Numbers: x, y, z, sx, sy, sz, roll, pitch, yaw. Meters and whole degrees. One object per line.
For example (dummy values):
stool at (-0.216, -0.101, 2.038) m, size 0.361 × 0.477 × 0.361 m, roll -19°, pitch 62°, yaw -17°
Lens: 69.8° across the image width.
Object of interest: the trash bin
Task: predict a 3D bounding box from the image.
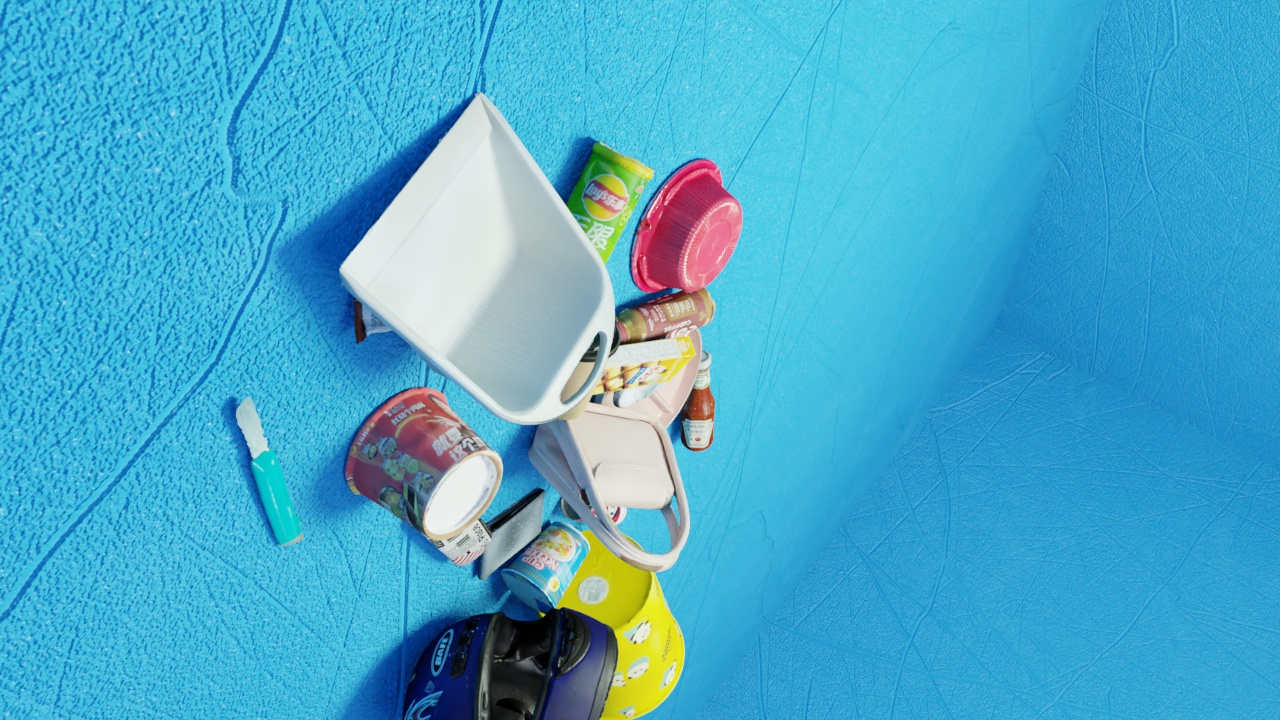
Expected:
trash bin at (-0.054, 0.412, 1.457) m, size 0.229 × 0.230 × 0.256 m, roll -43°, pitch 145°, yaw -27°

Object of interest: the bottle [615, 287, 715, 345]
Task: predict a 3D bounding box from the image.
bottle at (0.021, -0.053, 1.230) m, size 0.174 × 0.057 × 0.058 m, roll -21°, pitch 137°, yaw -37°

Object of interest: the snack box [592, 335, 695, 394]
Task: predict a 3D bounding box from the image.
snack box at (-0.007, 0.007, 1.200) m, size 0.140 × 0.033 × 0.087 m, roll -11°, pitch 160°, yaw -30°

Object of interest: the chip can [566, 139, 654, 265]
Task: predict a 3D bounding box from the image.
chip can at (-0.066, -0.123, 0.999) m, size 0.221 × 0.072 × 0.072 m, roll -62°, pitch 154°, yaw 10°

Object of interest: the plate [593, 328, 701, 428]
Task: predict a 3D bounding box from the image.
plate at (0.009, 0.037, 1.344) m, size 0.228 × 0.028 × 0.230 m, roll -37°, pitch 144°, yaw -33°

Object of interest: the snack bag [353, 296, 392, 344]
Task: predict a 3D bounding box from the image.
snack bag at (-0.227, -0.044, 0.858) m, size 0.104 × 0.026 × 0.048 m, roll -17°, pitch 116°, yaw -52°

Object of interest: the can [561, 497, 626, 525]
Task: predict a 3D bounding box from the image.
can at (-0.068, 0.223, 1.397) m, size 0.053 × 0.053 × 0.132 m, roll -58°, pitch 154°, yaw 0°

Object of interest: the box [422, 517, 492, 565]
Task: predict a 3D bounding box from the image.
box at (-0.228, 0.205, 1.125) m, size 0.068 × 0.051 × 0.164 m, roll -58°, pitch 157°, yaw -23°

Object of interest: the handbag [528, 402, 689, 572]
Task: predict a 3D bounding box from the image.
handbag at (-0.022, 0.167, 1.184) m, size 0.193 × 0.234 × 0.094 m, roll 10°, pitch 129°, yaw -43°

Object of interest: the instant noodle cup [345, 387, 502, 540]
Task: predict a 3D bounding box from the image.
instant noodle cup at (-0.217, 0.111, 0.955) m, size 0.137 × 0.108 × 0.138 m, roll -41°, pitch 149°, yaw -31°

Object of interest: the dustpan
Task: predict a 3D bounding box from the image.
dustpan at (-0.118, -0.066, 0.861) m, size 0.222 × 0.143 × 0.258 m, roll -60°, pitch 161°, yaw -24°

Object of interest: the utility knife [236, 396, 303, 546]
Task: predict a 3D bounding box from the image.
utility knife at (-0.341, 0.109, 0.846) m, size 0.029 × 0.013 × 0.219 m, roll -36°, pitch 149°, yaw -34°

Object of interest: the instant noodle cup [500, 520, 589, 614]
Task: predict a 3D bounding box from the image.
instant noodle cup at (-0.132, 0.296, 1.335) m, size 0.109 × 0.099 × 0.099 m, roll -51°, pitch 155°, yaw -33°

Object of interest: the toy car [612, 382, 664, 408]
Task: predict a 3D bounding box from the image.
toy car at (-0.002, 0.035, 1.267) m, size 0.090 × 0.034 × 0.043 m, roll -34°, pitch 145°, yaw -33°

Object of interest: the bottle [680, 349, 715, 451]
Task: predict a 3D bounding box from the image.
bottle at (0.095, 0.066, 1.503) m, size 0.059 × 0.060 × 0.206 m, roll -40°, pitch 147°, yaw -32°

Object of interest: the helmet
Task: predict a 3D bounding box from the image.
helmet at (-0.188, 0.451, 1.222) m, size 0.246 × 0.240 × 0.316 m, roll -88°, pitch -161°, yaw -57°

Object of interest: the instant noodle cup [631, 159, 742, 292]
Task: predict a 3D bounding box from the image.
instant noodle cup at (0.073, -0.163, 1.206) m, size 0.193 × 0.066 × 0.194 m, roll -42°, pitch 150°, yaw -31°

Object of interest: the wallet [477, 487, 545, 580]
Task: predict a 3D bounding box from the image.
wallet at (-0.178, 0.238, 1.268) m, size 0.120 × 0.019 × 0.097 m, roll -34°, pitch 148°, yaw -41°

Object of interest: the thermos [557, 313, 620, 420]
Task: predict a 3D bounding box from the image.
thermos at (-0.080, 0.002, 1.104) m, size 0.092 × 0.093 × 0.144 m, roll -33°, pitch 152°, yaw -40°
